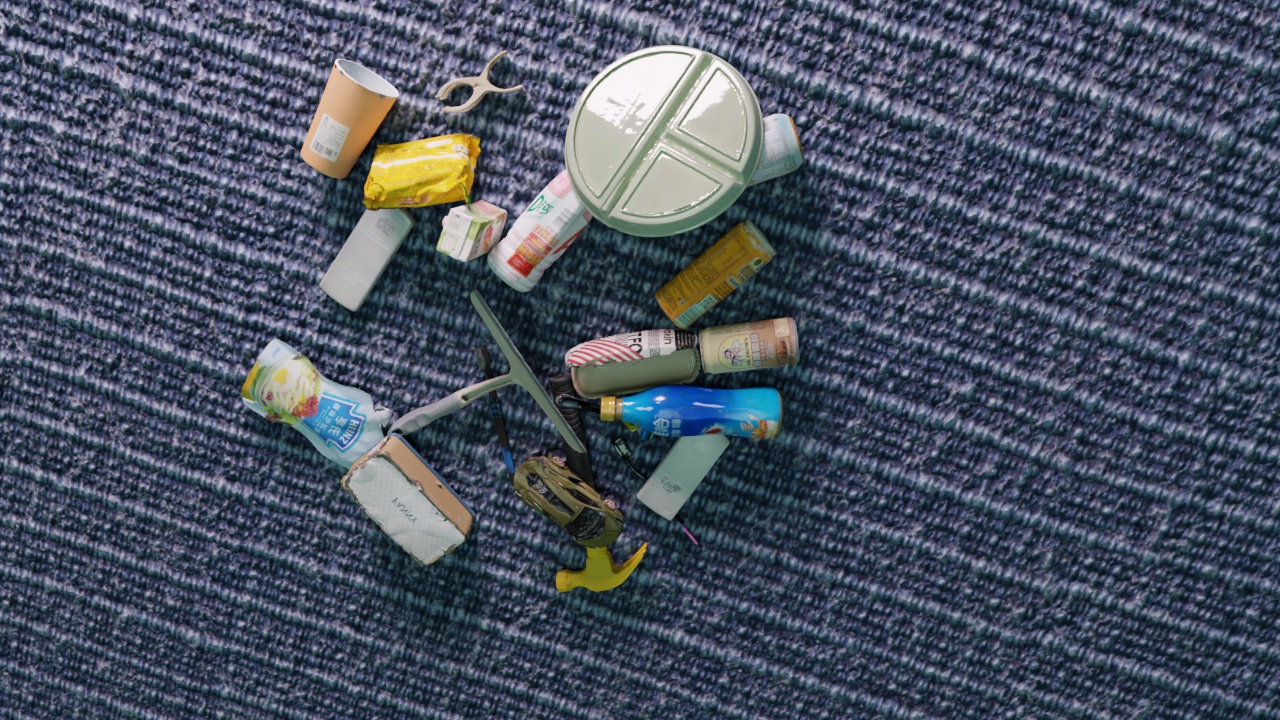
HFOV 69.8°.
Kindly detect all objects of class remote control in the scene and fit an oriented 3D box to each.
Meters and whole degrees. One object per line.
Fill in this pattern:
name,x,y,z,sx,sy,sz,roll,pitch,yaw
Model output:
remote control,0.055,0.137,1.174,0.056,0.019,0.135,35,98,-4
remote control,-0.342,-0.134,1.150,0.058,0.021,0.150,37,106,-4

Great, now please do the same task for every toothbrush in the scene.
toothbrush,0.025,0.174,1.198,0.018,0.014,0.189,-38,98,4
toothbrush,-0.187,0.071,1.192,0.014,0.016,0.189,-7,105,14

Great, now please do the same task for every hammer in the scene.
hammer,-0.073,0.163,1.195,0.129,0.032,0.301,-9,104,8

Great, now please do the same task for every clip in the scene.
clip,-0.191,-0.321,1.081,0.100,0.034,0.072,-26,100,4

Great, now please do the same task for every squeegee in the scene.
squeegee,-0.226,0.051,1.170,0.247,0.039,0.246,-23,112,25

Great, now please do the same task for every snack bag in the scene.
snack bag,-0.423,0.062,1.205,0.191,0.038,0.110,33,99,-5

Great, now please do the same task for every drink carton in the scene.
drink carton,-0.198,-0.154,1.077,0.045,0.122,0.054,25,106,1

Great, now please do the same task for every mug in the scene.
mug,-0.350,-0.282,1.087,0.078,0.078,0.123,34,110,-3

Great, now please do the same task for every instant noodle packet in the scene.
instant noodle packet,-0.255,-0.221,1.083,0.128,0.110,0.044,-5,140,5

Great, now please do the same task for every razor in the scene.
razor,-0.042,0.065,1.152,0.142,0.022,0.043,17,101,-25

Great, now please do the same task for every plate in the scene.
plate,0.022,-0.250,1.026,0.230,0.027,0.230,-3,78,12

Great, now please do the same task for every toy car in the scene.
toy car,-0.091,0.181,1.165,0.158,0.042,0.070,37,107,-7

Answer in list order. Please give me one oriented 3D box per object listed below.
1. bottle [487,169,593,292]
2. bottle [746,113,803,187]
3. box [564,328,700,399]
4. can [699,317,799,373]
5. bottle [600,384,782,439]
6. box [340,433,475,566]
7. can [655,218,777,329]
bottle,-0.099,-0.173,1.093,0.068,0.068,0.197,41,101,-5
bottle,0.089,-0.224,1.056,0.190,0.068,0.068,-17,102,10
box,-0.007,0.007,1.125,0.162,0.075,0.086,-12,116,2
can,0.132,-0.017,1.111,0.116,0.058,0.058,-6,104,8
bottle,0.061,0.061,1.122,0.218,0.065,0.065,2,105,-3
box,-0.298,0.188,1.203,0.090,0.062,0.184,-33,109,14
can,0.089,-0.102,1.093,0.146,0.058,0.058,-39,98,14
